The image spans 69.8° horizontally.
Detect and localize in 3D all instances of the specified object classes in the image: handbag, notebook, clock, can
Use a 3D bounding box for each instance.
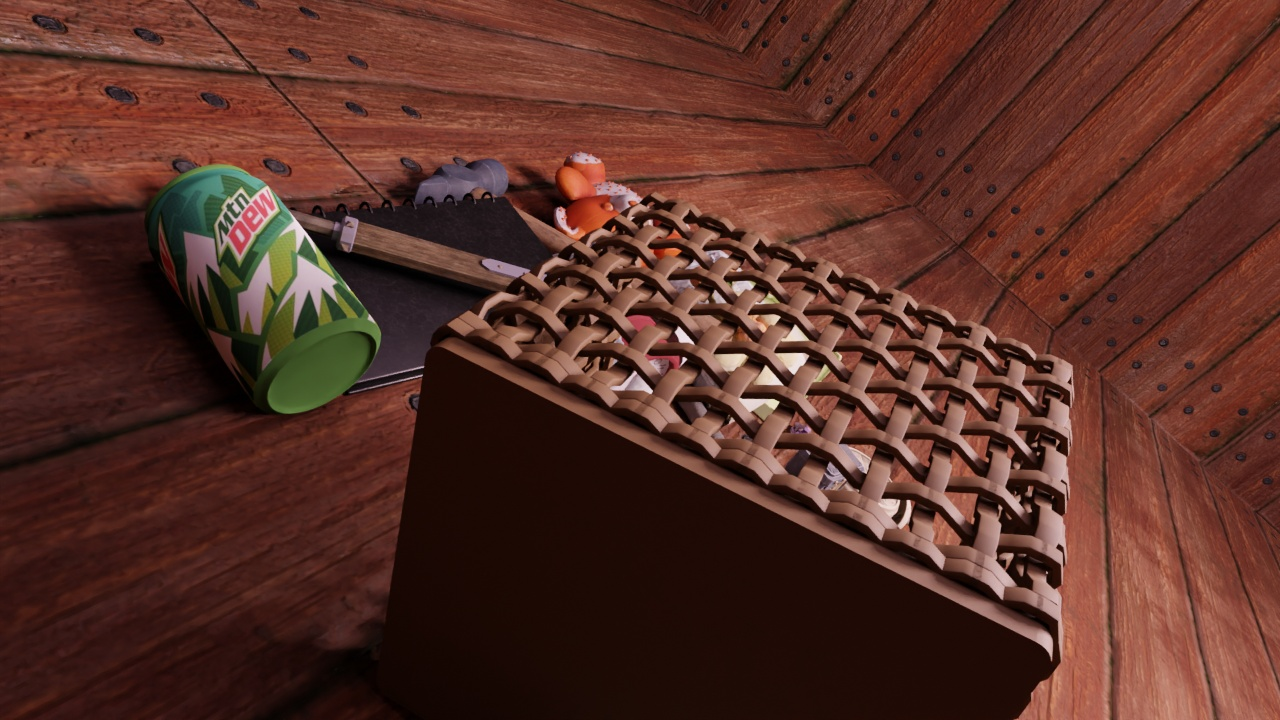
[{"bbox_3d":[0.079,-0.037,0.893,0.112,0.123,0.171,-29,67,-16],"label":"handbag"},{"bbox_3d":[-0.158,-0.064,0.706,0.230,0.019,0.169,-16,59,-44],"label":"notebook"},{"bbox_3d":[0.229,0.135,0.914,0.140,0.055,0.092,28,29,-18],"label":"clock"},{"bbox_3d":[-0.004,0.005,0.774,0.124,0.087,0.044,-6,52,-43],"label":"clock"},{"bbox_3d":[-0.231,-0.044,0.558,0.144,0.083,0.082,49,28,17],"label":"can"}]

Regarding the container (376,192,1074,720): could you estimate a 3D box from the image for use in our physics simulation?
[{"bbox_3d":[0.044,0.085,0.459,0.252,0.220,0.213,25,33,14],"label":"container"}]

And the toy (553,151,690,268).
[{"bbox_3d":[-0.026,-0.148,0.979,0.163,0.093,0.172,35,28,-12],"label":"toy"}]

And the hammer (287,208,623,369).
[{"bbox_3d":[-0.161,-0.080,0.676,0.316,0.028,0.146,15,44,-21],"label":"hammer"}]

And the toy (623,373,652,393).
[{"bbox_3d":[-0.027,0.056,0.705,0.125,0.037,0.076,-22,93,-39],"label":"toy"}]

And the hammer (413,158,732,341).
[{"bbox_3d":[-0.058,-0.095,0.842,0.322,0.040,0.129,31,27,12],"label":"hammer"}]

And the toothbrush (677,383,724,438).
[{"bbox_3d":[0.041,0.031,0.870,0.185,0.022,0.024,57,-3,34],"label":"toothbrush"}]

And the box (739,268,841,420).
[{"bbox_3d":[0.110,-0.019,0.997,0.188,0.061,0.133,41,65,5],"label":"box"}]

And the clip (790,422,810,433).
[{"bbox_3d":[0.163,0.079,0.961,0.014,0.045,0.051,41,-17,-1],"label":"clip"}]

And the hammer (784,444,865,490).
[{"bbox_3d":[0.042,0.120,0.680,0.321,0.099,0.044,-6,51,-45],"label":"hammer"}]

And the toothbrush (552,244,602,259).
[{"bbox_3d":[-0.052,-0.093,0.787,0.010,0.182,0.010,-46,120,-64],"label":"toothbrush"}]
